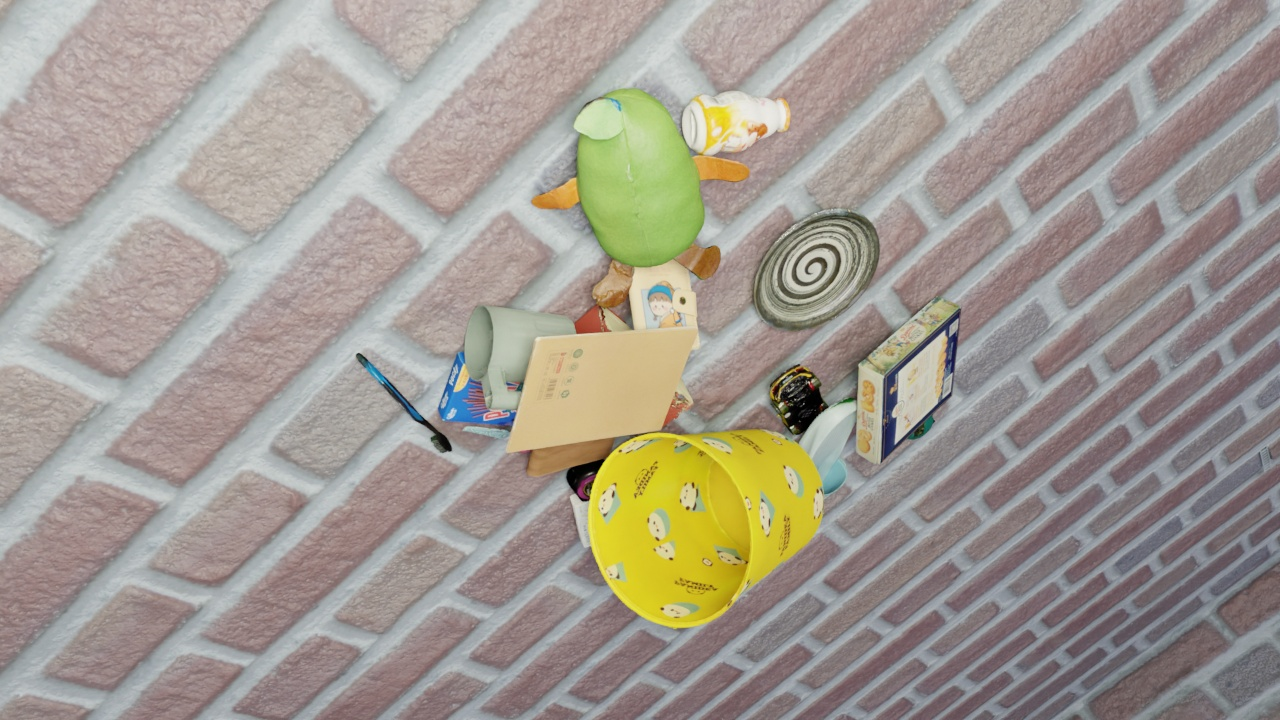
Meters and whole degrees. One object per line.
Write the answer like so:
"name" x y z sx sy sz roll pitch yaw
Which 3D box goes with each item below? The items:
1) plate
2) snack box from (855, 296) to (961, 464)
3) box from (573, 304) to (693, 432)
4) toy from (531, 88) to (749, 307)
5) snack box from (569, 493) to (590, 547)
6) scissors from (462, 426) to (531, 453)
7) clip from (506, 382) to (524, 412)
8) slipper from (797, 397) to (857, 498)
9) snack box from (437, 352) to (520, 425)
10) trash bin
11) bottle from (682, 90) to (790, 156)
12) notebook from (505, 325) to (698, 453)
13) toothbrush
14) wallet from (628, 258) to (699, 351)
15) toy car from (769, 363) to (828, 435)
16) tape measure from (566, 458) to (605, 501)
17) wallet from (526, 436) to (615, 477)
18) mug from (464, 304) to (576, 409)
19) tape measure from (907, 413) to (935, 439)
"plate" 0.218 -0.115 1.153 0.179 0.024 0.180 -14 133 -16
"snack box" 0.378 0.029 1.295 0.182 0.046 0.178 -36 138 -25
"box" -0.007 0.006 1.089 0.077 0.091 0.168 -38 134 14
"toy" 0.000 -0.170 0.946 0.227 0.089 0.247 -11 132 3
"snack box" -0.016 0.201 1.287 0.156 0.027 0.085 -17 126 -12
"scissors" -0.165 0.092 1.121 0.133 0.017 0.057 13 131 -48
"clip" -0.136 0.040 1.068 0.043 0.014 0.057 14 118 -35
"slipper" 0.265 0.158 1.346 0.103 0.074 0.246 -17 140 -41
"snack box" -0.152 0.038 1.089 0.157 0.026 0.085 7 124 -31
"trash bin" 0.099 0.191 1.174 0.254 0.229 0.230 -6 134 -55
"bottle" 0.101 -0.249 0.954 0.108 0.063 0.063 -13 131 -17
"notebook" -0.040 0.030 1.001 0.207 0.008 0.148 -6 128 -36
"toothbrush" -0.270 0.052 1.052 0.016 0.014 0.189 -15 136 18
"wallet" 0.027 -0.064 1.049 0.087 0.115 0.024 -5 172 -29
"toy car" 0.220 0.058 1.279 0.071 0.041 0.156 -37 148 1
"tape measure" -0.067 0.155 1.220 0.058 0.039 0.057 -29 134 4
"wallet" -0.083 0.100 1.151 0.115 0.020 0.101 -9 141 -27
"mug" -0.128 0.001 1.008 0.103 0.123 0.084 4 145 -32
"tape measure" 0.432 0.099 1.433 0.058 0.025 0.054 -29 133 -2
